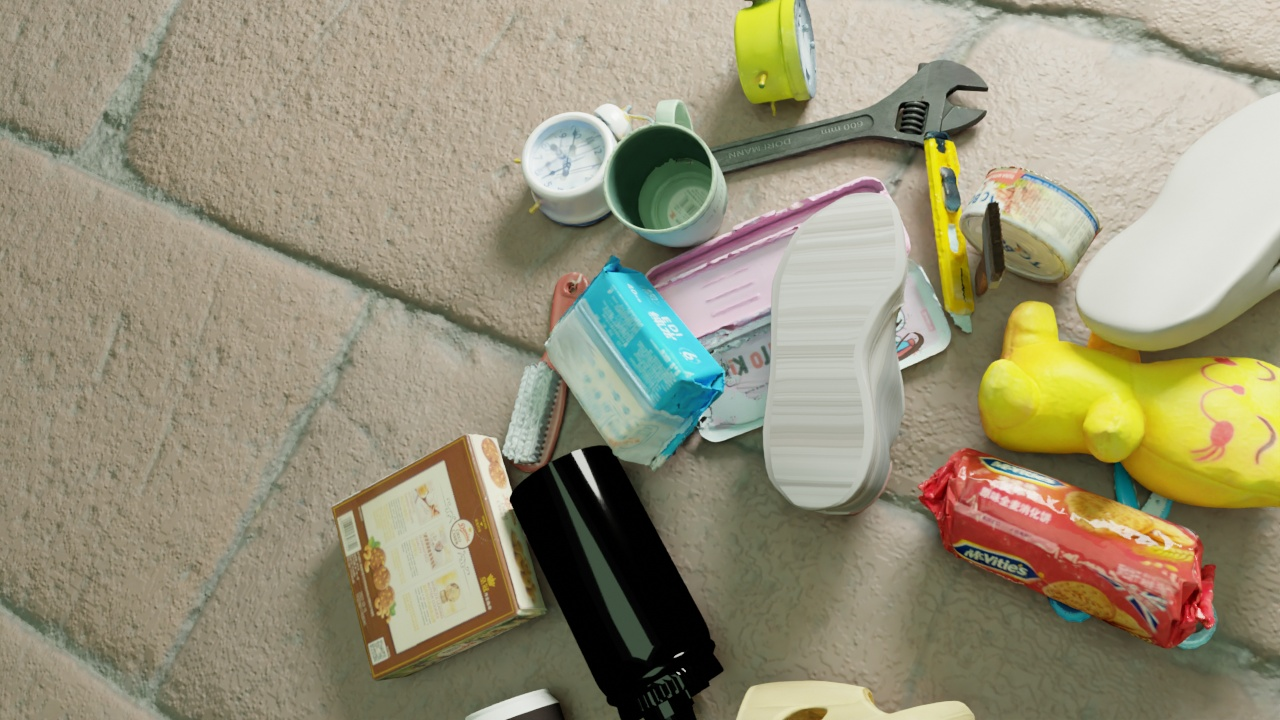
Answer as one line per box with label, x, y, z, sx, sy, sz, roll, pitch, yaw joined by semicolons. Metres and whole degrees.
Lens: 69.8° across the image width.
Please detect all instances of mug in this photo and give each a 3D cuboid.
mug;0.027;-0.143;0.709;0.084;0.104;0.111;0;87;16

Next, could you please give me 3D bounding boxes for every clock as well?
clock;-0.042;-0.168;0.774;0.125;0.052;0.088;-22;69;6
clock;0.111;-0.262;0.741;0.057;0.083;0.119;-4;75;21

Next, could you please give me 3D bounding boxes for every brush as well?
brush;-0.076;0.005;0.744;0.041;0.030;0.172;10;77;18
brush;0.232;-0.065;0.616;0.008;0.143;0.045;-5;81;15

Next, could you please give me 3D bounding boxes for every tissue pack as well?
tissue pack;-0.004;0.004;0.685;0.093;0.061;0.144;-49;63;26

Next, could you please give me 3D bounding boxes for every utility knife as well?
utility knife;0.232;-0.098;0.685;0.030;0.017;0.159;0;82;-21

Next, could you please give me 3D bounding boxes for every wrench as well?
wrench;0.139;-0.181;0.742;0.273;0.018;0.073;-11;80;14

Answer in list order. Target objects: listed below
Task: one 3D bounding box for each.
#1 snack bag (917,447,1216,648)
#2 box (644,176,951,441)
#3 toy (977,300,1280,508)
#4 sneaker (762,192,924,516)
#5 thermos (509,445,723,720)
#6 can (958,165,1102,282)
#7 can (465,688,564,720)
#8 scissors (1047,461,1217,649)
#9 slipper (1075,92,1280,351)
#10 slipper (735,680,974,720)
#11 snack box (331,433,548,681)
snack bag;0.267;0.117;0.585;0.176;0.082;0.082;22;81;28
box;0.116;-0.039;0.702;0.201;0.037;0.152;-22;79;9
toy;0.317;0.039;0.587;0.194;0.088;0.134;14;37;18
sneaker;0.145;0.000;0.645;0.099;0.089;0.235;4;69;26
thermos;-0.013;0.167;0.649;0.086;0.086;0.198;-32;69;5
can;0.272;-0.095;0.645;0.086;0.086;0.043;33;87;21
can;-0.074;0.302;0.635;0.072;0.072;0.128;-24;69;8
scissors;0.318;0.121;0.610;0.118;0.013;0.139;-9;72;17
slipper;0.397;-0.080;0.609;0.265;0.081;0.113;-41;33;-17
slipper;0.078;0.250;0.587;0.261;0.111;0.079;-25;62;6
snack box;-0.157;0.150;0.703;0.147;0.041;0.143;-29;68;20
